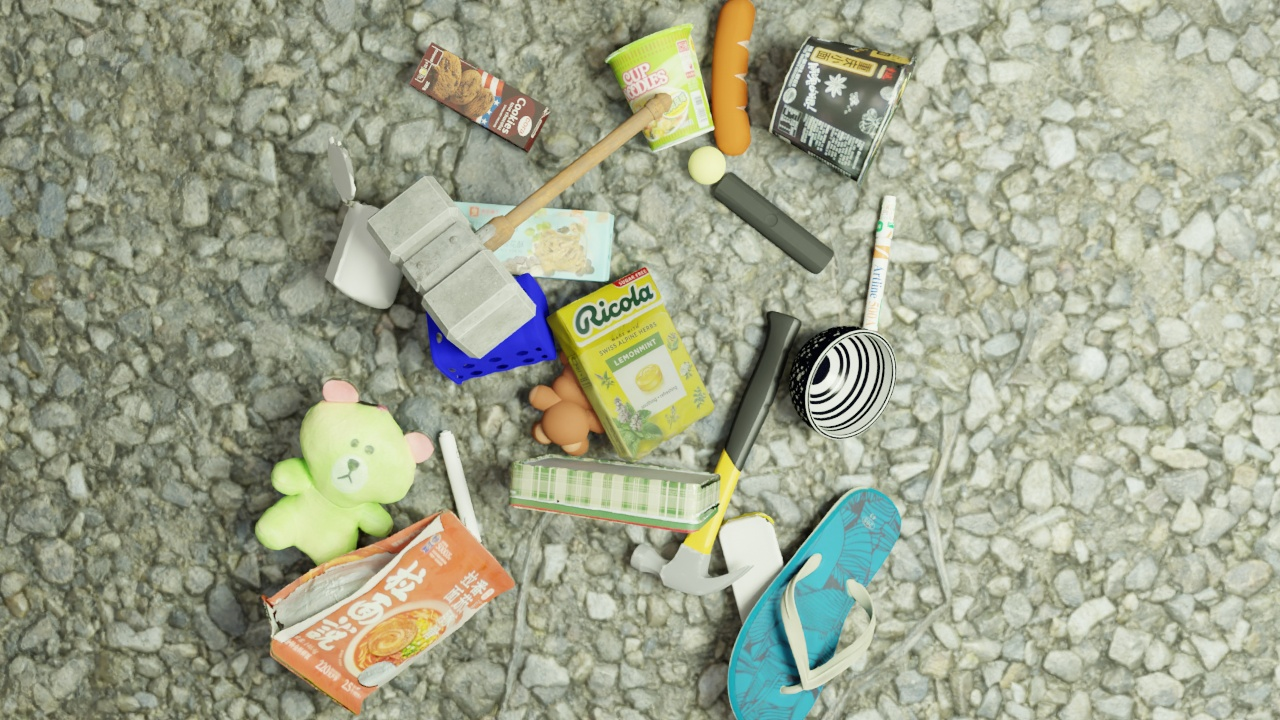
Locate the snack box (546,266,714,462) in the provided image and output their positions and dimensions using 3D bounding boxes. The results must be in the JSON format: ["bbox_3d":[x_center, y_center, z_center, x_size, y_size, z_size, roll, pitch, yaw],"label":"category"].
[{"bbox_3d":[-0.006,0.006,0.978,0.121,0.045,0.181,-28,93,-26],"label":"snack box"}]

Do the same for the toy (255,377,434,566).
[{"bbox_3d":[-0.322,0.128,0.996,0.150,0.107,0.196,34,85,-19],"label":"toy"}]

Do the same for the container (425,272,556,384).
[{"bbox_3d":[-0.157,-0.034,0.975,0.114,0.084,0.085,-13,72,5],"label":"container"}]

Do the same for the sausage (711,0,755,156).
[{"bbox_3d":[0.098,-0.302,0.980,0.044,0.039,0.164,2,94,2],"label":"sausage"}]

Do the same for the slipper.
[{"bbox_3d":[0.189,0.267,0.975,0.118,0.060,0.294,34,82,-7],"label":"slipper"}]

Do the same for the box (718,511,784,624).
[{"bbox_3d":[0.140,0.272,1.017,0.064,0.037,0.210,-15,93,5],"label":"box"}]

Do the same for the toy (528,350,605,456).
[{"bbox_3d":[-0.071,0.037,1.006,0.095,0.065,0.127,22,84,-2],"label":"toy"}]

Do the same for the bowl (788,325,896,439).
[{"bbox_3d":[0.204,0.017,0.976,0.120,0.066,0.120,-10,112,-26],"label":"bowl"}]

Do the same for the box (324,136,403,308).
[{"bbox_3d":[-0.297,-0.143,0.972,0.125,0.084,0.156,20,93,-32],"label":"box"}]

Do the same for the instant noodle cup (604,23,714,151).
[{"bbox_3d":[0.027,-0.281,0.961,0.099,0.099,0.108,-20,100,3],"label":"instant noodle cup"}]

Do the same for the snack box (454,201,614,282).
[{"bbox_3d":[-0.118,-0.127,0.994,0.175,0.053,0.075,5,92,1],"label":"snack box"}]

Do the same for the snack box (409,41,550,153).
[{"bbox_3d":[-0.173,-0.285,0.995,0.141,0.031,0.051,29,94,0],"label":"snack box"}]

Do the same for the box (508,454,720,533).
[{"bbox_3d":[-0.024,0.135,0.955,0.206,0.117,0.051,6,90,15],"label":"box"}]

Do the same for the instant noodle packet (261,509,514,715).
[{"bbox_3d":[-0.263,0.259,0.988,0.221,0.084,0.164,-32,131,-5],"label":"instant noodle packet"}]

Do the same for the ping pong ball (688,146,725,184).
[{"bbox_3d":[0.071,-0.210,0.986,0.040,0.040,0.040,0,94,2],"label":"ping pong ball"}]

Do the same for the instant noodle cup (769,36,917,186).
[{"bbox_3d":[0.202,-0.262,0.937,0.112,0.137,0.137,24,94,9],"label":"instant noodle cup"}]

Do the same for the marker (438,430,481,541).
[{"bbox_3d":[-0.203,0.143,1.030,0.017,0.020,0.133,-14,93,-7],"label":"marker"}]

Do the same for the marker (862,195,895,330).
[{"bbox_3d":[0.260,-0.105,0.997,0.017,0.017,0.145,8,94,2],"label":"marker"}]

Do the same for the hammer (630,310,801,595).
[{"bbox_3d":[0.102,0.102,0.997,0.127,0.029,0.323,22,90,26],"label":"hammer"}]

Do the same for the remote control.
[{"bbox_3d":[0.145,-0.149,0.999,0.147,0.015,0.033,38,94,0],"label":"remote control"}]

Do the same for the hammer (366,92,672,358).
[{"bbox_3d":[-0.094,-0.165,0.910,0.317,0.083,0.162,-38,72,-2],"label":"hammer"}]
